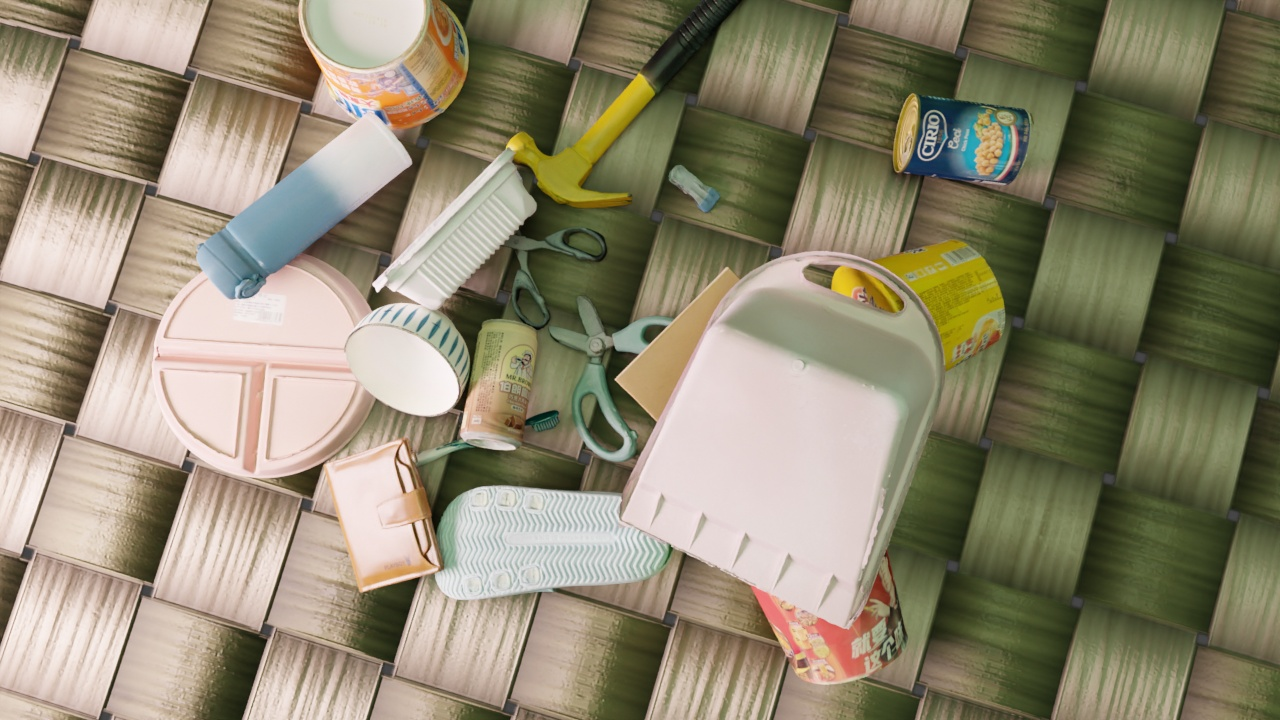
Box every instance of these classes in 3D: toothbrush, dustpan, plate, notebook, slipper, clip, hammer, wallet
[{"bbox_3d":[-0.170,0.084,0.902,0.191,0.016,0.018,-18,121,0],"label":"toothbrush"},{"bbox_3d":[0.135,0.053,0.782,0.222,0.138,0.274,26,117,15],"label":"dustpan"},{"bbox_3d":[-0.371,0.001,0.903,0.229,0.028,0.229,0,85,1],"label":"plate"},{"bbox_3d":[0.101,0.038,0.875,0.149,0.012,0.211,-45,104,-1],"label":"notebook"},{"bbox_3d":[-0.083,0.168,0.863,0.246,0.074,0.104,-6,79,17],"label":"slipper"},{"bbox_3d":[0.053,-0.173,0.916,0.056,0.027,0.024,39,88,-7],"label":"clip"},{"bbox_3d":[0.008,-0.276,0.918,0.129,0.033,0.300,41,87,3],"label":"hammer"},{"bbox_3d":[-0.238,0.145,0.874,0.119,0.035,0.130,-20,85,27],"label":"wallet"}]

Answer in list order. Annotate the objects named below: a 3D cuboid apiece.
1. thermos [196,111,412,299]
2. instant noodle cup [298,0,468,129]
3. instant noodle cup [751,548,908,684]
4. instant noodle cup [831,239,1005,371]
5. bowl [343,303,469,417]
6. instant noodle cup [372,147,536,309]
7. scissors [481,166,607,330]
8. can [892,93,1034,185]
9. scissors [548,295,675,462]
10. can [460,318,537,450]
[{"bbox_3d":[-0.321,-0.146,0.879,0.220,0.070,0.070,-43,87,-11],"label":"thermos"},{"bbox_3d":[-0.250,-0.313,0.883,0.151,0.111,0.151,0,85,0],"label":"instant noodle cup"},{"bbox_3d":[0.175,0.218,0.834,0.138,0.138,0.108,-21,94,-1],"label":"instant noodle cup"},{"bbox_3d":[0.259,-0.044,0.854,0.109,0.138,0.138,-22,86,-11],"label":"instant noodle cup"},{"bbox_3d":[-0.213,-0.010,0.872,0.116,0.117,0.066,20,45,2],"label":"bowl"},{"bbox_3d":[-0.164,-0.117,0.857,0.060,0.138,0.173,43,92,-14],"label":"instant noodle cup"},{"bbox_3d":[-0.121,-0.112,0.919,0.181,0.014,0.159,6,84,4],"label":"scissors"},{"bbox_3d":[0.311,-0.213,0.889,0.111,0.075,0.075,7,86,0],"label":"can"},{"bbox_3d":[-0.005,0.005,0.893,0.181,0.019,0.170,-19,82,13],"label":"scissors"},{"bbox_3d":[-0.133,0.024,0.874,0.058,0.058,0.116,7,75,1],"label":"can"}]
